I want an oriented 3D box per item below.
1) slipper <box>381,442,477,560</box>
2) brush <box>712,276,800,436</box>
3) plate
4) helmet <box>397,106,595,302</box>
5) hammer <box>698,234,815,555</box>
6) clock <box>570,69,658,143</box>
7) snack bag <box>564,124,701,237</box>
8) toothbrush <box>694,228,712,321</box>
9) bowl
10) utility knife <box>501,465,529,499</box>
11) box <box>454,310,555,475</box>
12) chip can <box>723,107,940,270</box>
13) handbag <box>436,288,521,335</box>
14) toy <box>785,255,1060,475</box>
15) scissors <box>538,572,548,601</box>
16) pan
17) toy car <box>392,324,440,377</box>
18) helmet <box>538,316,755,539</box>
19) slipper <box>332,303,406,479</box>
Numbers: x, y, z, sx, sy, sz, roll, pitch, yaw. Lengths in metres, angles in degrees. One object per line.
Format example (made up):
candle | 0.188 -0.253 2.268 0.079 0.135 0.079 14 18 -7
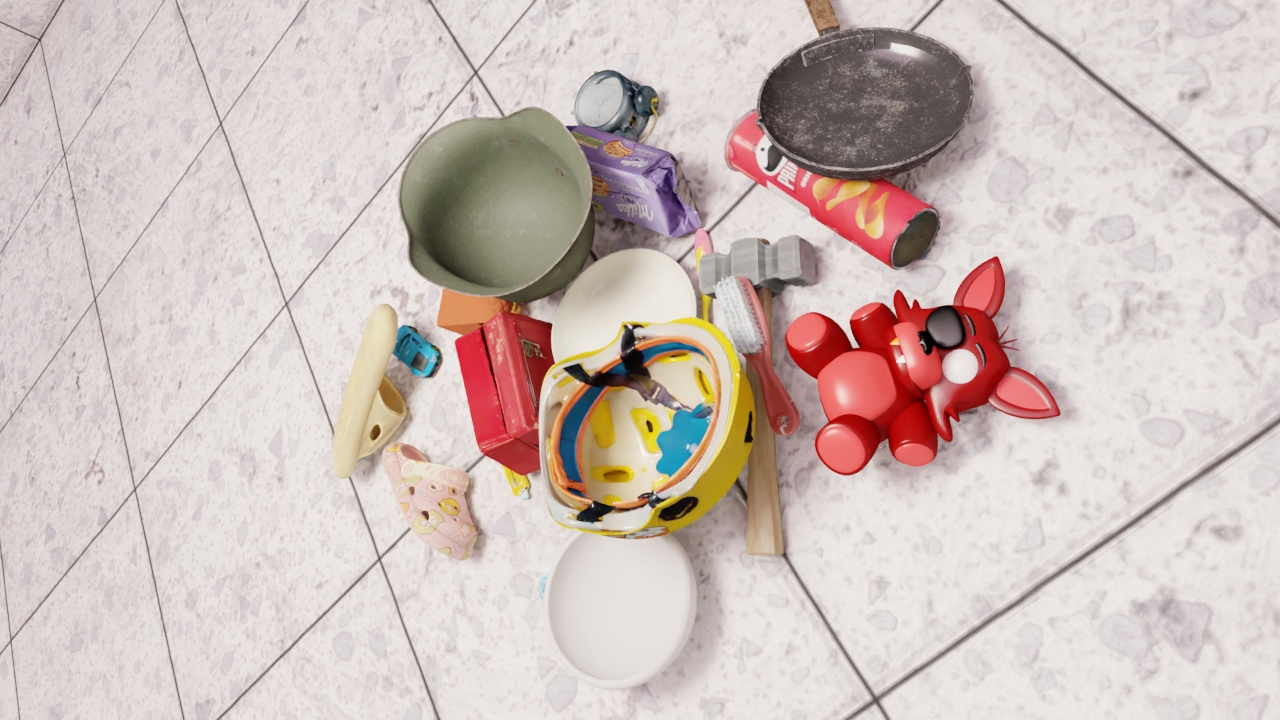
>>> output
slipper | -0.258 0.160 1.154 0.081 0.093 0.197 -45 55 5
brush | 0.112 -0.007 0.901 0.041 0.030 0.172 -28 69 27
plate | -0.015 -0.038 1.039 0.183 0.034 0.182 -10 67 25
helmet | -0.154 -0.165 1.070 0.268 0.154 0.227 36 87 23
hammer | 0.122 0.033 0.933 0.117 0.051 0.322 -8 76 35
clock | -0.027 -0.303 1.123 0.129 0.052 0.090 37 101 32
snack bag | -0.018 -0.213 1.066 0.205 0.096 0.058 27 66 37
toothbrush | 0.072 -0.084 1.018 0.021 0.016 0.135 -15 68 35
bowl | -0.013 0.251 0.956 0.177 0.066 0.176 -12 65 28
utility knife | -0.170 0.108 1.146 0.031 0.017 0.155 -46 59 29
box | -0.147 0.040 1.074 0.123 0.136 0.157 -28 62 27
chip can | 0.187 -0.174 0.919 0.233 0.073 0.073 42 104 35
handbag | -0.194 -0.122 1.191 0.109 0.060 0.171 -4 74 41
toy | 0.242 0.008 0.812 0.198 0.120 0.158 -22 64 21
scissors | -0.058 0.264 1.026 0.140 0.015 0.083 31 95 40
pan | 0.205 -0.308 0.938 0.208 0.040 0.356 -13 53 5
toy car | -0.318 -0.014 1.274 0.105 0.032 0.048 37 101 38
helmet | 0.023 0.075 0.902 0.240 0.139 0.208 -25 54 23
slipper | -0.359 0.044 1.258 0.262 0.079 0.111 -67 31 23
